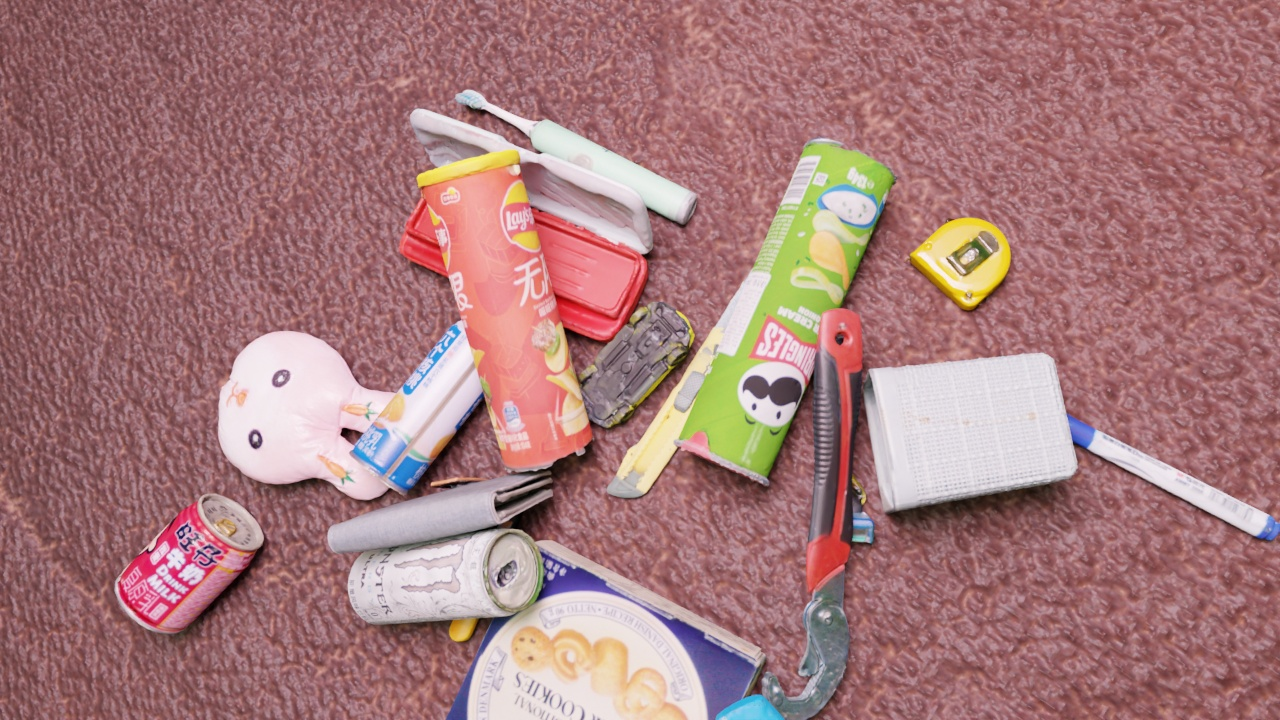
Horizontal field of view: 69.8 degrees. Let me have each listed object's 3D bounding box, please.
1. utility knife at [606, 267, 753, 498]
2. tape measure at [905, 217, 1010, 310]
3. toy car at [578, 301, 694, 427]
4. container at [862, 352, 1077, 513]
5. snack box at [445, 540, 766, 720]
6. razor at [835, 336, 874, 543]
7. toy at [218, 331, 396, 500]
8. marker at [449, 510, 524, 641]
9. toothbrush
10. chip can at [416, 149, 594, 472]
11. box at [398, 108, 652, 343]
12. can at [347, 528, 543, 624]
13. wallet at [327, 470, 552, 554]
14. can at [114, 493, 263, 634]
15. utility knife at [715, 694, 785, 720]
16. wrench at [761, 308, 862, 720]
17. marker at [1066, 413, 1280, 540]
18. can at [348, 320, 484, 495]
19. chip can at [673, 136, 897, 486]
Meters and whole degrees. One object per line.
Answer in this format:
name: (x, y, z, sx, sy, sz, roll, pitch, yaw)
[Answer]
utility knife: (0.039, 0.018, 0.678, 0.031, 0.021, 0.201, 32, 84, 11)
tape measure: (0.226, -0.071, 0.638, 0.057, 0.029, 0.060, -43, 74, 2)
toy car: (-0.004, 0.004, 0.680, 0.105, 0.032, 0.048, -47, 73, 14)
container: (0.208, 0.047, 0.592, 0.111, 0.090, 0.090, -8, 78, 9)
snack box: (-0.032, 0.245, 0.635, 0.178, 0.046, 0.182, 23, 85, 16)
razor: (0.140, 0.054, 0.639, 0.043, 0.022, 0.142, 0, 82, 8)
toy: (-0.260, 0.045, 0.726, 0.159, 0.054, 0.121, 19, 86, 8)
marker: (-0.112, 0.151, 0.688, 0.018, 0.015, 0.123, 20, 83, 22)
toothbrush: (-0.054, -0.167, 0.724, 0.224, 0.027, 0.027, 30, 125, 17)
chip can: (-0.092, -0.033, 0.644, 0.073, 0.073, 0.217, -11, 104, 11)
box: (-0.093, -0.102, 0.685, 0.201, 0.100, 0.110, 23, 82, 17)
can: (-0.139, 0.153, 0.644, 0.147, 0.058, 0.058, -15, 75, 36)
wallet: (-0.137, 0.103, 0.653, 0.130, 0.106, 0.037, -15, 89, 19)
can: (-0.350, 0.157, 0.717, 0.094, 0.066, 0.066, -45, 73, 2)
utility knife: (0.139, 0.303, 0.578, 0.034, 0.018, 0.234, -43, 86, -5)
wrench: (0.122, 0.102, 0.608, 0.056, 0.016, 0.273, 8, 89, -17)
marker: (0.334, 0.073, 0.592, 0.146, 0.017, 0.017, 29, 88, 17)
can: (-0.155, 0.032, 0.691, 0.053, 0.053, 0.134, 34, 80, 17)
chip can: (0.101, -0.034, 0.640, 0.072, 0.072, 0.236, 22, 86, 16)
